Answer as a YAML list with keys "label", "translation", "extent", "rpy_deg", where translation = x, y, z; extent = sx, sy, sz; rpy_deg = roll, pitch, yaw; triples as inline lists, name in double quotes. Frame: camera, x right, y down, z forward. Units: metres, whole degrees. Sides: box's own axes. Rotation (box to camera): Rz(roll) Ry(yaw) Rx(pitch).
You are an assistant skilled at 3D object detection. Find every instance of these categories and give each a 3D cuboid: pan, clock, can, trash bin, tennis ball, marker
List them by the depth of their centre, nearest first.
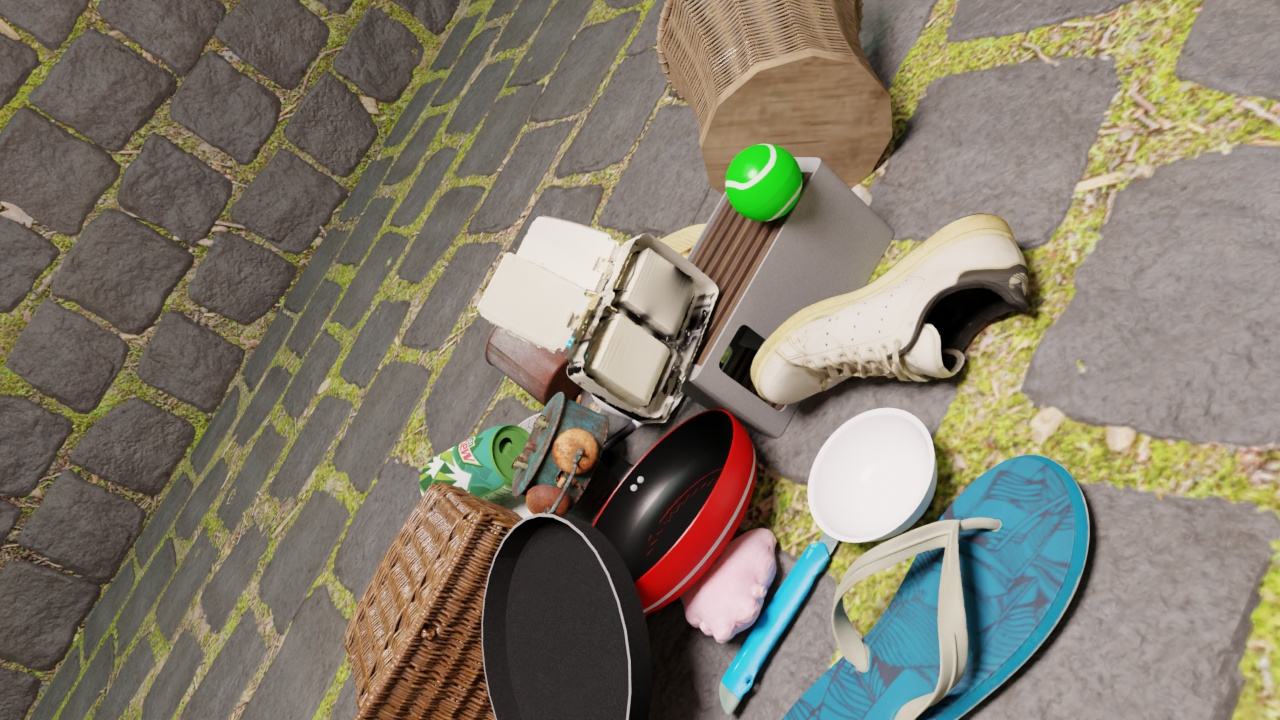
- label: "pan"
  translation: [-0.062, 0.305, 0.750]
  extent: [0.226, 0.034, 0.356]
  rpy_deg: [-17, 74, 51]
- label: "tennis ball"
  translation: [0.106, -0.152, 0.785]
  extent: [0.066, 0.065, 0.065]
  rpy_deg: [-34, 38, 31]
- label: "trash bin"
  translation: [0.114, -0.063, 0.867]
  extent: [0.228, 0.114, 0.114]
  rpy_deg: [-60, 32, -6]
- label: "pan"
  translation: [0.004, 0.127, 0.887]
  extent: [0.209, 0.067, 0.356]
  rpy_deg: [-51, 14, -3]
- label: "marker"
  translation: [0.023, 0.045, 0.941]
  extent: [0.152, 0.011, 0.011]
  rpy_deg: [-36, 31, -9]
- label: "clock"
  translation: [-0.089, 0.103, 0.964]
  extent: [0.121, 0.073, 0.157]
  rpy_deg: [-61, 14, 15]
- label: "can"
  translation: [-0.192, 0.134, 1.097]
  extent: [0.144, 0.083, 0.082]
  rpy_deg: [-27, 42, 38]

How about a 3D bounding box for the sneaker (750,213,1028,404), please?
- label: "sneaker"
  translation: [0.204, -0.014, 0.743]
  extent: [0.242, 0.089, 0.102]
  rpy_deg: [-35, 45, 24]

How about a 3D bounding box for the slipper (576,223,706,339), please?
- label: "slipper"
  translation: [0.028, -0.074, 1.028]
  extent: [0.262, 0.079, 0.111]
  rpy_deg: [-27, 83, 47]

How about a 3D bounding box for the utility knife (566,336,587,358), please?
- label: "utility knife"
  translation: [-0.057, -0.002, 1.064]
  extent: [0.022, 0.117, 0.016]
  rpy_deg: [-42, -17, -51]

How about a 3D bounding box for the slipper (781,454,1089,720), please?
- label: "slipper"
  translation: [0.183, 0.182, 0.611]
  extent: [0.295, 0.060, 0.118]
  rpy_deg: [-51, 35, 8]

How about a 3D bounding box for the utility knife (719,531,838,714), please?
- label: "utility knife"
  translation: [0.118, 0.192, 0.728]
  extent: [0.196, 0.015, 0.031]
  rpy_deg: [-56, 34, -3]

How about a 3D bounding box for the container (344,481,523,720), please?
- label: "container"
  translation: [-0.189, 0.257, 0.939]
  extent: [0.250, 0.162, 0.183]
  rpy_deg: [-59, 32, -2]

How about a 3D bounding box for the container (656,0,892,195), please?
- label: "container"
  translation: [0.140, -0.287, 0.948]
  extent: [0.227, 0.226, 0.195]
  rpy_deg: [-35, 44, 30]

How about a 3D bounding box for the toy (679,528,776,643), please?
- label: "toy"
  translation: [0.075, 0.188, 0.753]
  extent: [0.102, 0.050, 0.093]
  rpy_deg: [-44, 21, 13]

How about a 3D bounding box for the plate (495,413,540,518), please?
- label: "plate"
  translation: [-0.143, 0.151, 1.115]
  extent: [0.189, 0.016, 0.188]
  rpy_deg: [-34, 38, 32]

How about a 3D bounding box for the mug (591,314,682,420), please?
- label: "mug"
  translation: [-0.006, 0.006, 0.974]
  extent: [0.068, 0.094, 0.115]
  rpy_deg: [11, 108, 59]

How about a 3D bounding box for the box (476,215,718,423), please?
- label: "box"
  translation: [-0.031, -0.045, 0.774]
  extent: [0.145, 0.186, 0.066]
  rpy_deg: [-65, 7, -22]

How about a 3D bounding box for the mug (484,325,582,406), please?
- label: "mug"
  translation: [-0.117, -0.001, 1.136]
  extent: [0.110, 0.123, 0.096]
  rpy_deg: [42, 99, 24]

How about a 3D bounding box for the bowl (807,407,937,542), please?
- label: "bowl"
  translation: [0.185, 0.095, 0.701]
  extent: [0.110, 0.040, 0.109]
  rpy_deg: [-33, 38, 31]
